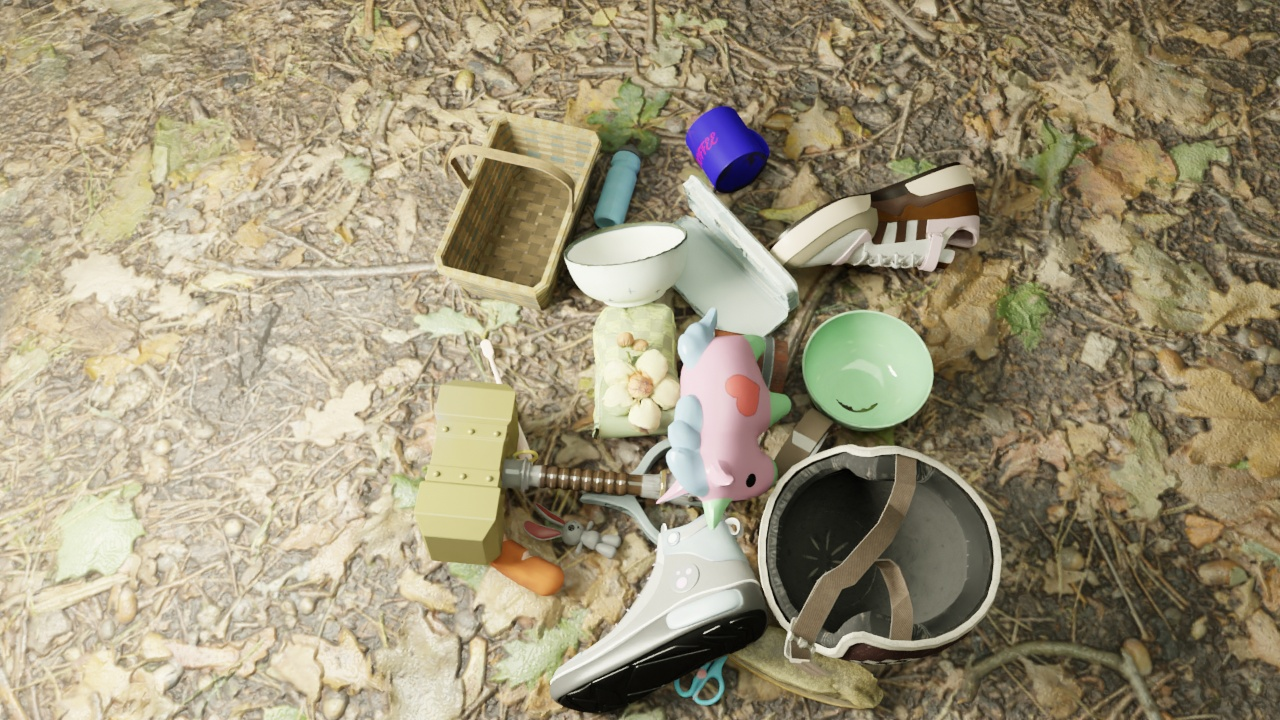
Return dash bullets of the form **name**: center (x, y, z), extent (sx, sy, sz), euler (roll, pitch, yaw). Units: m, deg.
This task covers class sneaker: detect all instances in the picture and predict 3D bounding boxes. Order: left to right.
- **sneaker**: center (0.007, 0.266, 0.994), extent (0.257, 0.093, 0.160), euler (-29, 45, 15)
- **sneaker**: center (0.304, -0.148, 1.156), extent (0.293, 0.112, 0.116), euler (-20, 80, -19)

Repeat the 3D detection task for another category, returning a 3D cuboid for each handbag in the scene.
- **handbag**: center (-0.006, 0.006, 1.096), extent (0.113, 0.117, 0.186), euler (-4, 67, 0)

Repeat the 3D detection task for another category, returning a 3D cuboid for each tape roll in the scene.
- **tape roll**: center (0.185, 0.102, 1.058), extent (0.030, 0.094, 0.093), euler (34, 72, 16)

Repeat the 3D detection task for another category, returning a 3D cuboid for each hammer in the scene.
- **hammer**: center (-0.071, 0.135, 1.030), extent (0.325, 0.101, 0.189), euler (5, 57, -1)

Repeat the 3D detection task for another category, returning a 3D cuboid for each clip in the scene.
- **clip**: center (0.030, 0.176, 1.071), extent (0.168, 0.031, 0.164), euler (-27, 67, -8)

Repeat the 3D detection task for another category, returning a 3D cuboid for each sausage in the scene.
- **sausage**: center (-0.160, 0.217, 1.056), extent (0.164, 0.039, 0.044), euler (33, 69, 15)

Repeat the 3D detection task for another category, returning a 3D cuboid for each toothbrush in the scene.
- **toothbrush**: center (-0.166, 0.055, 1.141), extent (0.015, 0.018, 0.181), euler (-21, 70, -5)

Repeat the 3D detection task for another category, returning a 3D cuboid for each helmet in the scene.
- **helmet**: center (0.233, 0.202, 0.924), extent (0.233, 0.254, 0.233), euler (11, 72, -11)

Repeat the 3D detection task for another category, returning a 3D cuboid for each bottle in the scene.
- **bottle**: center (-0.028, -0.239, 1.244), extent (0.040, 0.040, 0.129), euler (13, 68, 8)

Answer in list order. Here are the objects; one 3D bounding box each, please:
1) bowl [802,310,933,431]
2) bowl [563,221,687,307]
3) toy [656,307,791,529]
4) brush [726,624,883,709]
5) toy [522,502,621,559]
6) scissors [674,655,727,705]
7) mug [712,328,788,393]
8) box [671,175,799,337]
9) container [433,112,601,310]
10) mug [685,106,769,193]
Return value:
- **bowl**: center (0.265, 0.022, 1.097), extent (0.151, 0.077, 0.150), euler (-1, 67, 3)
- **bowl**: center (-0.013, -0.114, 1.135), extent (0.153, 0.073, 0.153), euler (-8, 25, 4)
- **toy**: center (0.081, 0.056, 0.994), extent (0.170, 0.120, 0.222), euler (-18, 85, -40)
- **brush**: center (0.168, 0.326, 0.989), extent (0.195, 0.043, 0.059), euler (22, 69, 8)
- **toy**: center (-0.078, 0.200, 1.064), extent (0.112, 0.030, 0.049), euler (18, 40, 8)
- **scissors**: center (0.090, 0.317, 1.015), extent (0.055, 0.015, 0.136), euler (32, 74, 16)
- **mug**: center (0.116, 0.021, 1.112), extent (0.111, 0.081, 0.117), euler (7, 85, 2)
- **box**: center (0.106, -0.127, 1.155), extent (0.129, 0.106, 0.210), euler (-42, 71, -10)
- **container**: center (-0.153, -0.202, 1.155), extent (0.157, 0.186, 0.249), euler (14, 68, 9)
- **mug**: center (0.128, -0.286, 1.243), extent (0.111, 0.079, 0.083), euler (-14, 63, -34)
